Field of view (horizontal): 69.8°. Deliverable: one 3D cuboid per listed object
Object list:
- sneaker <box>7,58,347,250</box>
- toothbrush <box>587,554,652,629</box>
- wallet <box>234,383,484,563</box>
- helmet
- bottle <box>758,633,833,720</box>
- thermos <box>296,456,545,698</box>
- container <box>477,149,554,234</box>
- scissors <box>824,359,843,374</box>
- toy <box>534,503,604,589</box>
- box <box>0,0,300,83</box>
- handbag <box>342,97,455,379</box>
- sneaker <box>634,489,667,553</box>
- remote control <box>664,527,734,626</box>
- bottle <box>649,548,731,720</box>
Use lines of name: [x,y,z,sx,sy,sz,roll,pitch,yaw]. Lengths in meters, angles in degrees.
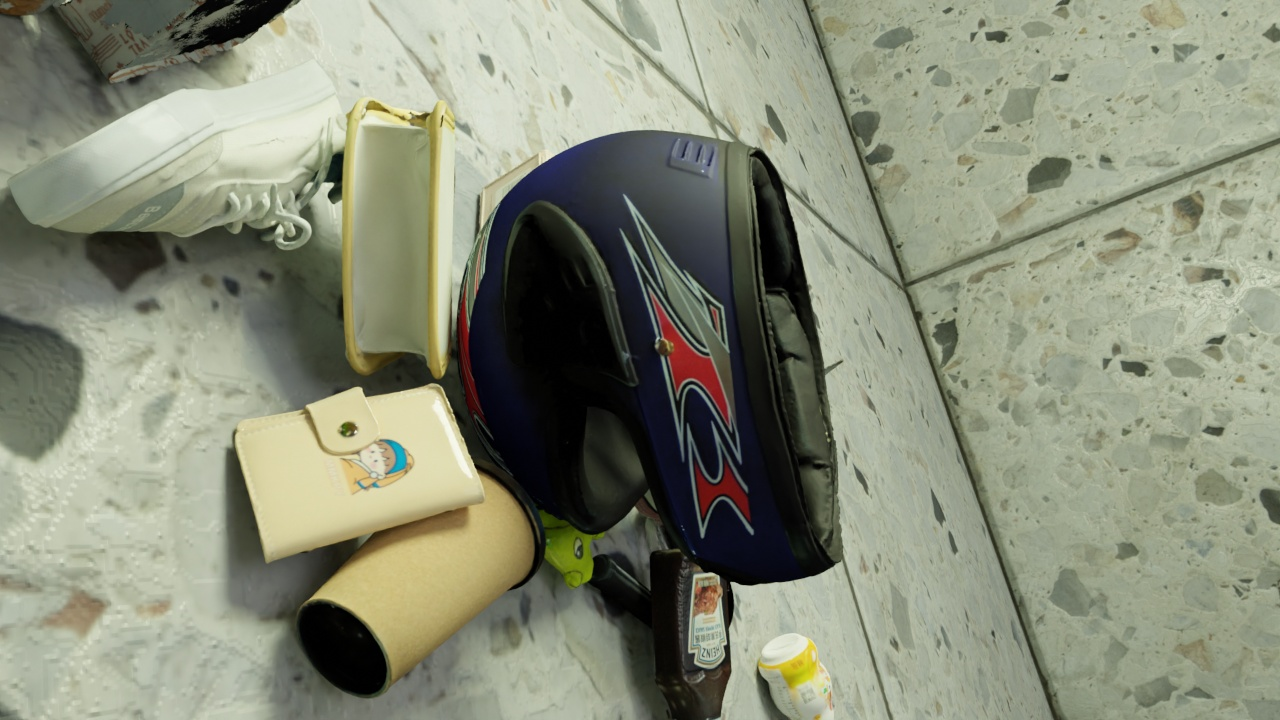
sneaker: [-0.222,-0.095,0.491,0.091,0.090,0.241,64,18,-18]
toothbrush: [0.023,0.222,0.782,0.212,0.026,0.027,47,40,-39]
wallet: [-0.152,0.053,0.493,0.115,0.024,0.087,-14,59,-26]
helmet: [-0.004,0.004,0.639,0.247,0.241,0.315,21,58,-66]
bottle: [0.164,0.334,0.928,0.108,0.063,0.063,66,25,-5]
thermos: [-0.120,0.119,0.517,0.093,0.093,0.142,63,34,-10]
container: [-0.075,-0.108,0.786,0.111,0.090,0.089,37,39,-43]
scissors: [0.119,0.062,0.959,0.220,0.235,0.021,-17,43,-30]
toy: [-0.055,0.122,0.702,0.100,0.031,0.096,-1,67,-67]
box: [-0.243,-0.219,0.433,0.110,0.179,0.258,59,24,-16]
handbag: [-0.148,-0.081,0.596,0.178,0.063,0.163,-112,-155,-78]
sneaker: [0.043,0.116,0.835,0.240,0.088,0.118,11,53,-60]
remote control: [0.062,0.198,0.881,0.136,0.024,0.053,62,25,-12]
bottle: [0.043,0.251,0.740,0.079,0.044,0.194,12,72,-51]
